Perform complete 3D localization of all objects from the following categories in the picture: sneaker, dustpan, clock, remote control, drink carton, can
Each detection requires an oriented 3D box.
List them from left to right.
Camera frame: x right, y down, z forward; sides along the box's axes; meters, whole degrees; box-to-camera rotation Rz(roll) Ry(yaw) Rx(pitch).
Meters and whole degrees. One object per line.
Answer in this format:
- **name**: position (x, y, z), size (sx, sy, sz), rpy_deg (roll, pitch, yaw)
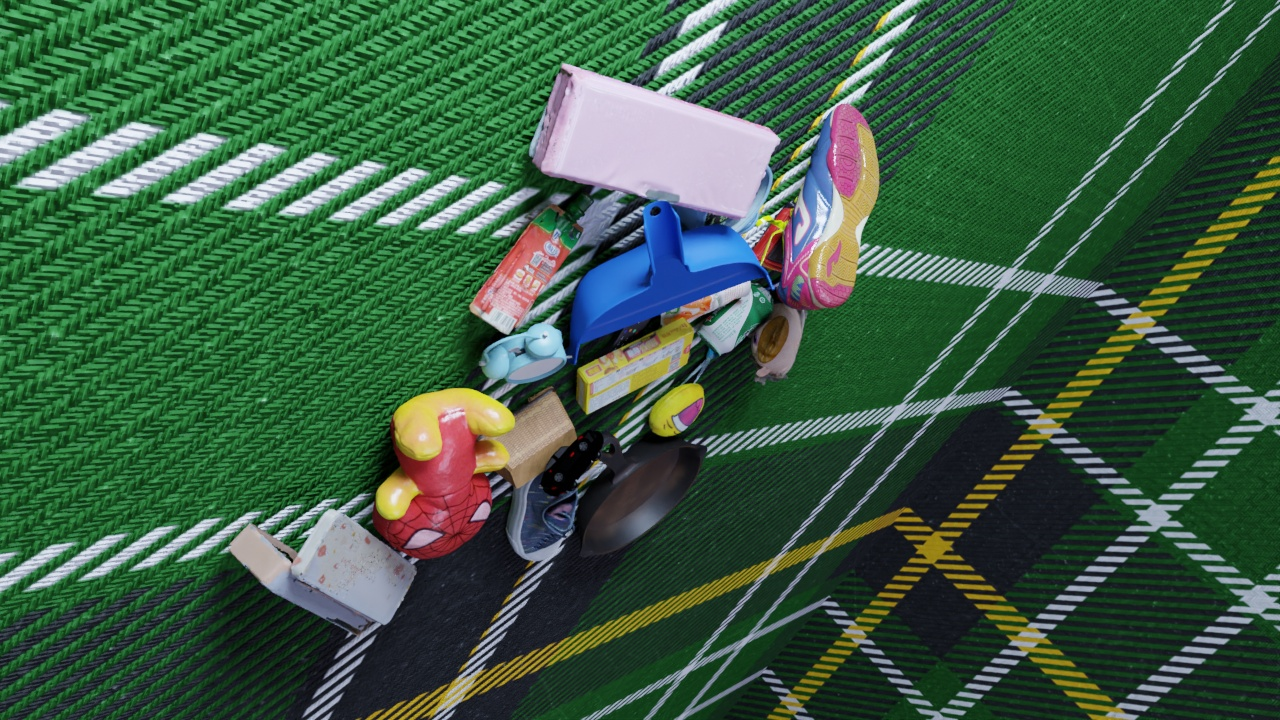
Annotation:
- **clock**: position (-0.119, -0.009, 0.934), size (0.087, 0.042, 0.123), rpy_deg (-24, 164, 11)
- **sneaker**: position (-0.123, 0.211, 1.213), size (0.087, 0.079, 0.236), rpy_deg (-29, 149, -27)
- **remote control**: position (-0.010, -0.040, 1.087), size (0.039, 0.010, 0.125), rpy_deg (4, 126, -55)
- **dustpan**: position (0.022, -0.090, 0.919), size (0.245, 0.059, 0.258), rpy_deg (-21, 153, -3)
- **drink carton**: position (0.075, -0.075, 1.134), size (0.122, 0.039, 0.069), rpy_deg (-26, 148, -18)
- **clock**: position (0.082, -0.170, 0.977), size (0.118, 0.060, 0.162), rpy_deg (-34, 154, -21)
- **can**: position (0.125, -0.055, 1.199), size (0.101, 0.053, 0.053), rpy_deg (-43, 152, -3)
- **sneaker**: position (0.202, -0.177, 1.060), size (0.116, 0.091, 0.241), rpy_deg (18, 80, -34)

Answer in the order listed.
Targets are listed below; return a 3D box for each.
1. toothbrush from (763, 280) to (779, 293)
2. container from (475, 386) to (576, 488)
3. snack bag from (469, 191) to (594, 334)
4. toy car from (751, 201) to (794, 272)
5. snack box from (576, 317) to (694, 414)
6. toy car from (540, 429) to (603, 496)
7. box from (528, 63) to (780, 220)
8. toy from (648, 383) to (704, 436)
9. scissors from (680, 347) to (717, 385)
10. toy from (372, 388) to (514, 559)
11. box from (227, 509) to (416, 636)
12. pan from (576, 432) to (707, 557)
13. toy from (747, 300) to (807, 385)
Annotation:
- **toothbrush**: position (0.206, -0.114, 1.265), size (0.132, 0.016, 0.021), rpy_deg (-29, 122, -26)
- **container**: position (-0.127, 0.092, 1.061), size (0.113, 0.061, 0.063), rpy_deg (-34, 151, -18)
- **snack bag**: position (-0.096, -0.096, 0.872), size (0.155, 0.044, 0.087), rpy_deg (-51, 157, 5)
- **toy car**: position (0.208, -0.147, 1.182), size (0.082, 0.056, 0.189), rpy_deg (-53, 152, 20)
- **snack box**: position (-0.007, 0.006, 1.111), size (0.152, 0.025, 0.075), rpy_deg (-26, 153, -20)
- **toy car**: position (-0.079, 0.115, 1.048), size (0.091, 0.036, 0.042), rpy_deg (-52, 155, -6)
- **box**: position (0.017, -0.193, 0.824), size (0.232, 0.046, 0.098), rpy_deg (5, 117, -34)
- **toy**: position (0.052, 0.069, 1.286), size (0.094, 0.041, 0.095), rpy_deg (-40, 153, -2)
- **scissors**: position (0.104, -0.003, 1.287), size (0.103, 0.015, 0.134), rpy_deg (-15, 143, -44)
- **toy**: position (-0.212, 0.123, 0.954), size (0.147, 0.098, 0.217), rpy_deg (-9, 137, -32)
- **box**: position (-0.330, 0.220, 0.955), size (0.216, 0.108, 0.094), rpy_deg (72, 30, -60)
- **pan**: position (-0.020, 0.170, 1.330), size (0.248, 0.043, 0.356), rpy_deg (-40, 152, -7)
- **toy**: position (0.180, -0.030, 1.254), size (0.175, 0.076, 0.132), rpy_deg (6, 98, -79)
